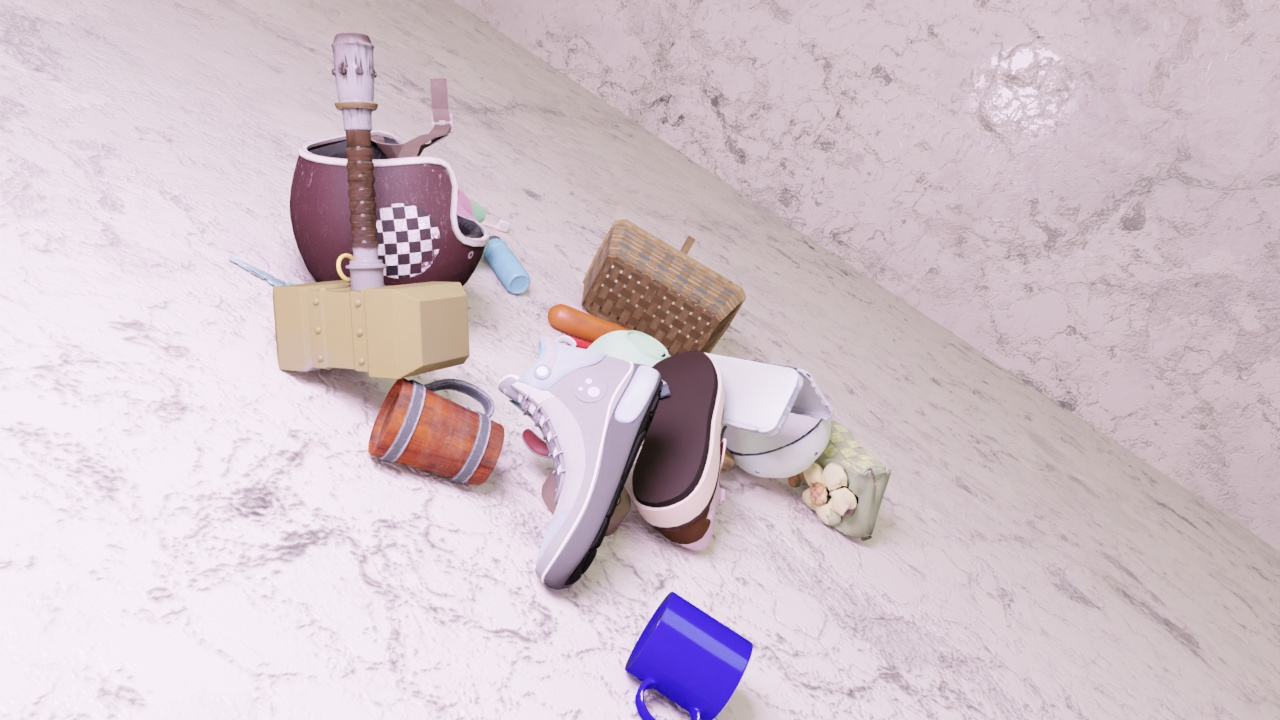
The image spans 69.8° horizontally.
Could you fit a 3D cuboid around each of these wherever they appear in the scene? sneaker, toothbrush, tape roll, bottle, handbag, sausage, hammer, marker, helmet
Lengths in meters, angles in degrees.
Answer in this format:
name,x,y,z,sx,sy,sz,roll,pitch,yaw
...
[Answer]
name,x,y,z,sx,sy,sz,roll,pitch,yaw
sneaker,-0.085,0.089,0.910,0.160,0.093,0.255,23,56,4
toothbrush,-0.295,-0.242,1.534,0.181,0.018,0.015,9,30,-41
tape roll,-0.058,0.146,0.988,0.093,0.030,0.093,26,22,-12
bottle,-0.211,-0.152,1.416,0.040,0.040,0.130,11,29,-40
handbag,0.267,0.163,1.288,0.116,0.113,0.186,-3,26,-17
sausage,-0.063,-0.044,1.376,0.164,0.039,0.044,20,8,-25
sneaker,0.062,0.106,1.103,0.293,0.112,0.116,-86,155,-54
hammer,-0.275,-0.154,0.912,0.190,0.325,0.100,4,10,27
marker,-0.049,-0.013,1.366,0.142,0.013,0.012,17,26,-32
helmet,-0.296,-0.185,1.094,0.233,0.254,0.233,-13,27,-29

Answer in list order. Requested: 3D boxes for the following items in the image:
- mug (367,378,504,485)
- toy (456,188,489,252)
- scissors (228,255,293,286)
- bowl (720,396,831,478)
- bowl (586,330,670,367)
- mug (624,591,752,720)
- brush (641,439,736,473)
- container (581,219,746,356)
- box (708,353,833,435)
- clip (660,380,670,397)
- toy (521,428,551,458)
name,x,y,z,sx,sy,sz,roll,pitch,yaw
mug,-0.199,0.061,0.915,0.111,0.082,0.117,25,40,-24
toy,-0.311,-0.224,1.366,0.222,0.120,0.171,42,15,23
scissors,-0.413,-0.088,1.060,0.136,0.015,0.055,32,24,-7
bowl,0.192,0.107,1.253,0.153,0.153,0.073,-91,157,-64
bowl,-0.008,0.008,1.289,0.151,0.077,0.150,25,23,-12
mug,0.035,0.270,0.797,0.083,0.079,0.111,32,50,3
brush,0.036,0.096,1.197,0.195,0.043,0.059,29,21,-7
container,0.037,-0.118,1.520,0.250,0.158,0.185,30,33,-2
box,0.132,0.056,1.196,0.130,0.105,0.211,48,-22,-30
clip,-0.030,0.052,1.101,0.164,0.031,0.169,-26,39,-11
toy,-0.073,0.105,0.969,0.112,0.030,0.049,40,52,17
